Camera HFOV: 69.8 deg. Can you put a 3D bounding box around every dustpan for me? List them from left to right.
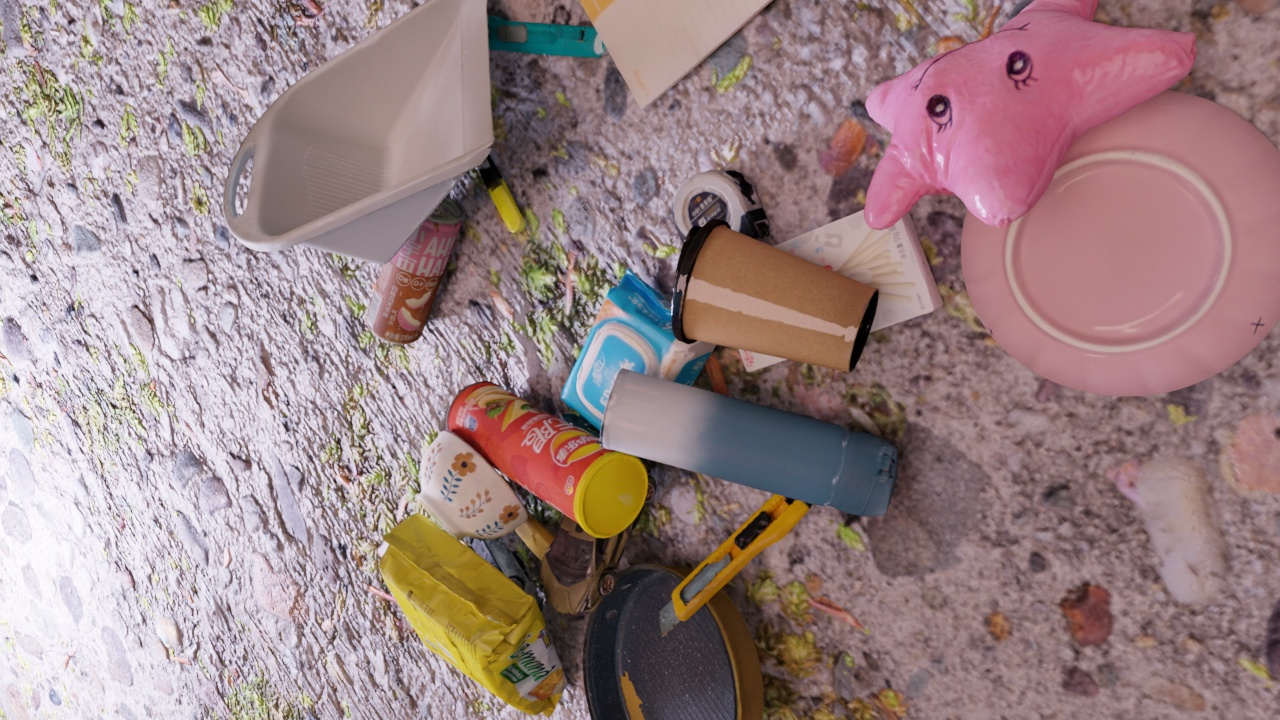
[{"bbox_3d":[-0.250,-0.199,0.785,0.259,0.142,0.222,-42,44,41],"label":"dustpan"}]

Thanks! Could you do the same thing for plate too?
[{"bbox_3d":[0.292,-0.068,0.564,0.193,0.038,0.192,9,107,32],"label":"plate"}]

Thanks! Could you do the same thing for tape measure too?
[{"bbox_3d":[0.059,-0.115,0.710,0.066,0.033,0.066,-21,93,34],"label":"tape measure"}]

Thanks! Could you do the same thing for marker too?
[{"bbox_3d":[-0.137,-0.171,0.839,0.018,0.015,0.124,-33,80,34],"label":"marker"}]

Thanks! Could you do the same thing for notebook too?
[{"bbox_3d":[0.041,-0.308,0.681,0.207,0.010,0.146,-33,83,33],"label":"notebook"}]

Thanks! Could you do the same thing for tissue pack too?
[{"bbox_3d":[-0.005,0.004,0.765,0.090,0.063,0.140,39,121,19],"label":"tissue pack"}]

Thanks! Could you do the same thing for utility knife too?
[{"bbox_3d":[-0.087,-0.274,0.777,0.160,0.013,0.029,15,111,29],"label":"utility knife"},{"bbox_3d":[0.075,0.156,0.733,0.173,0.015,0.033,-44,47,2],"label":"utility knife"}]

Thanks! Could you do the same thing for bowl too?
[{"bbox_3d":[-0.163,0.124,0.842,0.113,0.062,0.114,38,157,20],"label":"bowl"}]

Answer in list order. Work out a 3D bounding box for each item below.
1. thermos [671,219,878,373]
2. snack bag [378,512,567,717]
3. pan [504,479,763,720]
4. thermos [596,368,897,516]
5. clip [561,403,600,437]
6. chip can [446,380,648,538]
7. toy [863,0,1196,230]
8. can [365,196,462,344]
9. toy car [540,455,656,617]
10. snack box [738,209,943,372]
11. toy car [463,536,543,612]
[{"bbox_3d":[0.089,-0.042,0.647,0.143,0.092,0.093,18,112,20],"label":"thermos"},{"bbox_3d":[-0.157,0.252,0.867,0.158,0.068,0.247,29,150,24],"label":"snack bag"},{"bbox_3d":[-0.031,0.228,0.830,0.357,0.078,0.198,48,121,40],"label":"pan"},{"bbox_3d":[0.081,0.064,0.688,0.220,0.070,0.070,15,112,8],"label":"thermos"},{"bbox_3d":[-0.048,0.053,0.838,0.057,0.014,0.046,27,114,24],"label":"clip"},{"bbox_3d":[-0.087,0.079,0.800,0.217,0.073,0.073,23,116,47],"label":"chip can"},{"bbox_3d":[0.217,-0.144,0.538,0.195,0.074,0.178,-22,45,36],"label":"toy"},{"bbox_3d":[-0.220,-0.088,0.888,0.058,0.057,0.148,38,120,20],"label":"can"},{"bbox_3d":[-0.039,0.145,0.800,0.070,0.042,0.158,9,70,37],"label":"toy car"},{"bbox_3d":[0.134,-0.053,0.681,0.157,0.026,0.084,-20,91,35],"label":"snack box"},{"bbox_3d":[-0.139,0.207,0.921,0.120,0.036,0.054,52,147,20],"label":"toy car"}]
